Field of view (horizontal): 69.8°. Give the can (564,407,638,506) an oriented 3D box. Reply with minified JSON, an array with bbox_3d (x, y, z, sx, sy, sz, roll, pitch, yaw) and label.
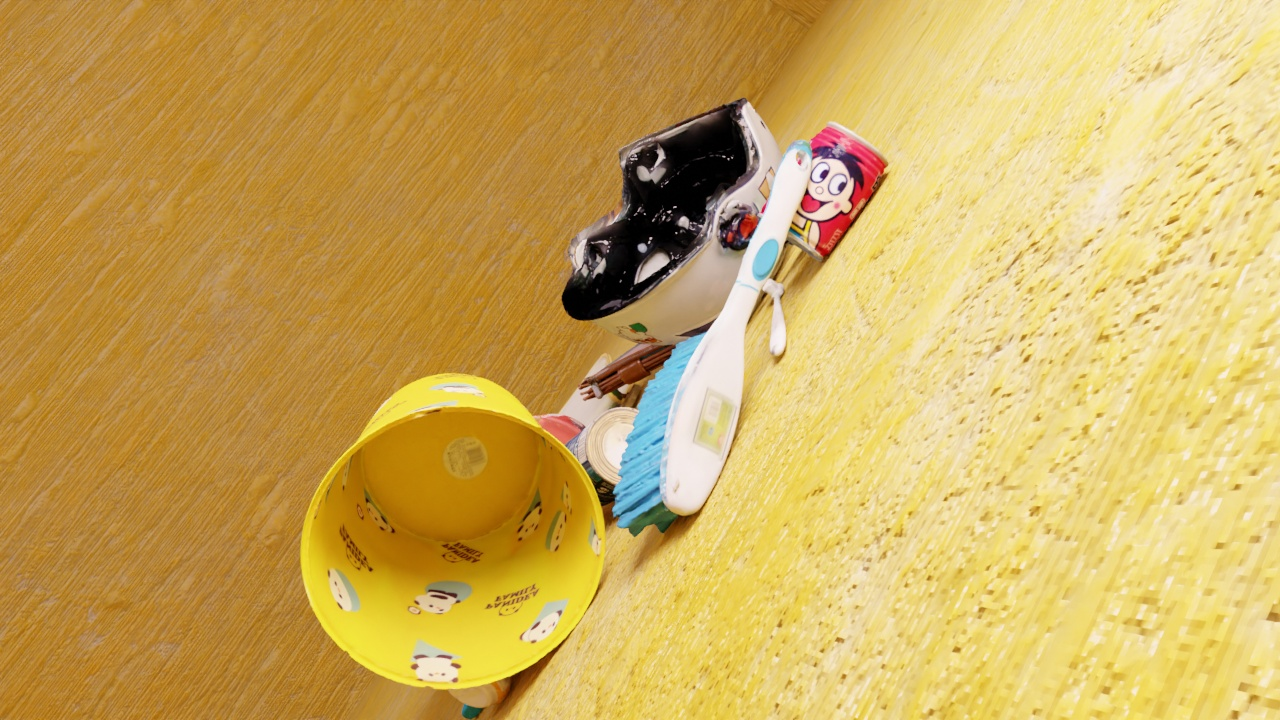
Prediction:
[{"bbox_3d":[-0.030,0.093,0.865,0.075,0.075,0.111,-58,7,-25],"label":"can"}]

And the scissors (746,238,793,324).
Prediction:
[{"bbox_3d":[0.134,-0.109,0.830,0.163,0.012,0.163,-38,-28,-31],"label":"scissors"}]

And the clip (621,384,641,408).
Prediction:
[{"bbox_3d":[-0.014,0.078,1.056,0.100,0.034,0.071,-64,7,-6],"label":"clip"}]

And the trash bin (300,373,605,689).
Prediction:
[{"bbox_3d":[-0.166,0.125,0.822,0.229,0.229,0.255,-55,16,1],"label":"trash bin"}]

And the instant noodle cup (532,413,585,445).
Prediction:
[{"bbox_3d":[-0.107,0.123,1.079,0.138,0.138,0.108,-55,-1,8],"label":"instant noodle cup"}]

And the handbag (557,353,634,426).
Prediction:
[{"bbox_3d":[-0.063,0.096,1.278,0.164,0.063,0.178,-54,21,21],"label":"handbag"}]

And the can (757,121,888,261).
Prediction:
[{"bbox_3d":[0.147,-0.136,0.739,0.094,0.066,0.066,-54,6,9],"label":"can"}]

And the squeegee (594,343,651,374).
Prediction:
[{"bbox_3d":[0.071,-0.069,1.148,0.250,0.040,0.246,-44,-6,39],"label":"squeegee"}]

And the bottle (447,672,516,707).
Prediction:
[{"bbox_3d":[-0.133,0.257,0.835,0.063,0.063,0.108,-50,8,42],"label":"bottle"}]

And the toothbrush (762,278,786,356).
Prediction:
[{"bbox_3d":[0.109,-0.038,0.750,0.016,0.016,0.179,-55,5,21],"label":"toothbrush"}]

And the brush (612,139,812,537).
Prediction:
[{"bbox_3d":[0.062,-0.022,0.681,0.110,0.060,0.313,-35,32,57],"label":"brush"}]

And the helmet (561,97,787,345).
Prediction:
[{"bbox_3d":[0.055,-0.117,0.913,0.231,0.157,0.273,-9,51,49],"label":"helmet"}]

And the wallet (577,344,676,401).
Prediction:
[{"bbox_3d":[-0.006,0.006,1.050,0.131,0.035,0.119,-28,1,8],"label":"wallet"}]

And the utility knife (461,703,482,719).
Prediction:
[{"bbox_3d":[-0.151,0.283,0.977,0.034,0.018,0.237,-55,10,21],"label":"utility knife"}]
